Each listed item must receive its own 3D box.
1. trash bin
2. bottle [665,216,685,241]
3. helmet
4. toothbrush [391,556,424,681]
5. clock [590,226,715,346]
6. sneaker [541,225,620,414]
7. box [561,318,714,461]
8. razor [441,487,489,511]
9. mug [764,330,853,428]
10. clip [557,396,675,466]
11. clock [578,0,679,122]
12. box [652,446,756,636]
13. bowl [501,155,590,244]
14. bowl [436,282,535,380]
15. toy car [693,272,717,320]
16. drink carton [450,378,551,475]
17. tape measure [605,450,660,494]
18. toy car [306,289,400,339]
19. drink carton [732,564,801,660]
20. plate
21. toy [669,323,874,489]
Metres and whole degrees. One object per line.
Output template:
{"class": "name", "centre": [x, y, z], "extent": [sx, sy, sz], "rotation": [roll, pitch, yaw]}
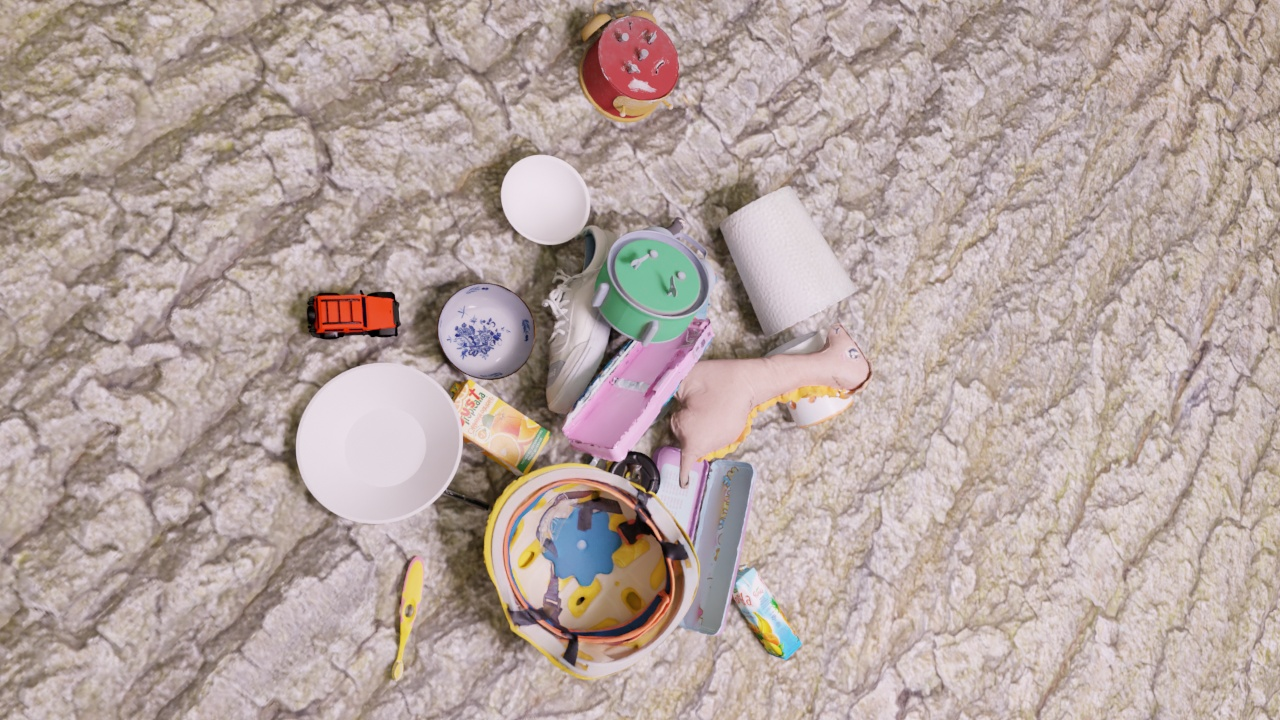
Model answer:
{"class": "trash bin", "centre": [0.186, -0.131, 1.196], "extent": [0.133, 0.133, 0.161], "rotation": [-27, 90, -24]}
{"class": "bottle", "centre": [0.025, -0.138, 1.174], "extent": [0.036, 0.036, 0.109], "rotation": [37, 71, -15]}
{"class": "helmet", "centre": [-0.061, 0.223, 1.038], "extent": [0.209, 0.140, 0.240], "rotation": [-44, 90, -5]}
{"class": "toothbrush", "centre": [-0.257, 0.285, 1.013], "extent": [0.021, 0.016, 0.135], "rotation": [11, 79, -17]}
{"class": "clock", "centre": [0.024, -0.097, 1.055], "extent": [0.122, 0.076, 0.161], "rotation": [39, 52, 5]}
{"class": "sneaker", "centre": [-0.079, -0.054, 1.098], "extent": [0.090, 0.090, 0.241], "rotation": [26, 68, -14]}
{"class": "box", "centre": [-0.007, 0.005, 1.077], "extent": [0.229, 0.085, 0.091], "rotation": [-51, 137, -34]}
{"class": "razor", "centre": [-0.221, 0.149, 1.044], "extent": [0.106, 0.026, 0.042], "rotation": [26, 72, -22]}
{"class": "mug", "centre": [0.222, 0.025, 1.213], "extent": [0.082, 0.082, 0.105], "rotation": [-29, 94, -23]}
{"class": "clip", "centre": [-0.027, 0.056, 1.134], "extent": [0.162, 0.027, 0.090], "rotation": [-39, 99, -23]}
{"class": "clock", "centre": [-0.014, -0.389, 1.163], "extent": [0.117, 0.081, 0.159], "rotation": [-16, 90, -24]}
{"class": "box", "centre": [0.062, 0.221, 1.132], "extent": [0.140, 0.062, 0.214], "rotation": [11, 77, 14]}
{"class": "bowl", "centre": [-0.120, -0.190, 1.116], "extent": [0.109, 0.041, 0.110], "rotation": [3, 81, -22]}
{"class": "bowl", "centre": [-0.183, -0.030, 1.068], "extent": [0.114, 0.045, 0.114], "rotation": [3, 82, -23]}
{"class": "toy car", "centre": [0.070, -0.082, 1.191], "extent": [0.060, 0.028, 0.107], "rotation": [13, 79, -21]}
{"class": "drink carton", "centre": [-0.173, 0.077, 1.061], "extent": [0.122, 0.041, 0.058], "rotation": [35, 71, -15]}
{"class": "tape measure", "centre": [-0.011, 0.146, 1.111], "extent": [0.071, 0.042, 0.072], "rotation": [1, 75, 9]}
{"class": "toy car", "centre": [-0.315, -0.051, 1.012], "extent": [0.100, 0.049, 0.051], "rotation": [-3, 85, -24]}
{"class": "drink carton", "centre": [0.155, 0.319, 1.169], "extent": [0.038, 0.044, 0.129], "rotation": [-36, 99, -23]}
{"class": "plate", "centre": [-0.281, 0.091, 1.001], "extent": [0.174, 0.036, 0.173], "rotation": [2, 75, -6]}
{"class": "toy", "centre": [0.161, 0.054, 1.134], "extent": [0.264, 0.065, 0.196], "rotation": [-3, 78, -4]}
